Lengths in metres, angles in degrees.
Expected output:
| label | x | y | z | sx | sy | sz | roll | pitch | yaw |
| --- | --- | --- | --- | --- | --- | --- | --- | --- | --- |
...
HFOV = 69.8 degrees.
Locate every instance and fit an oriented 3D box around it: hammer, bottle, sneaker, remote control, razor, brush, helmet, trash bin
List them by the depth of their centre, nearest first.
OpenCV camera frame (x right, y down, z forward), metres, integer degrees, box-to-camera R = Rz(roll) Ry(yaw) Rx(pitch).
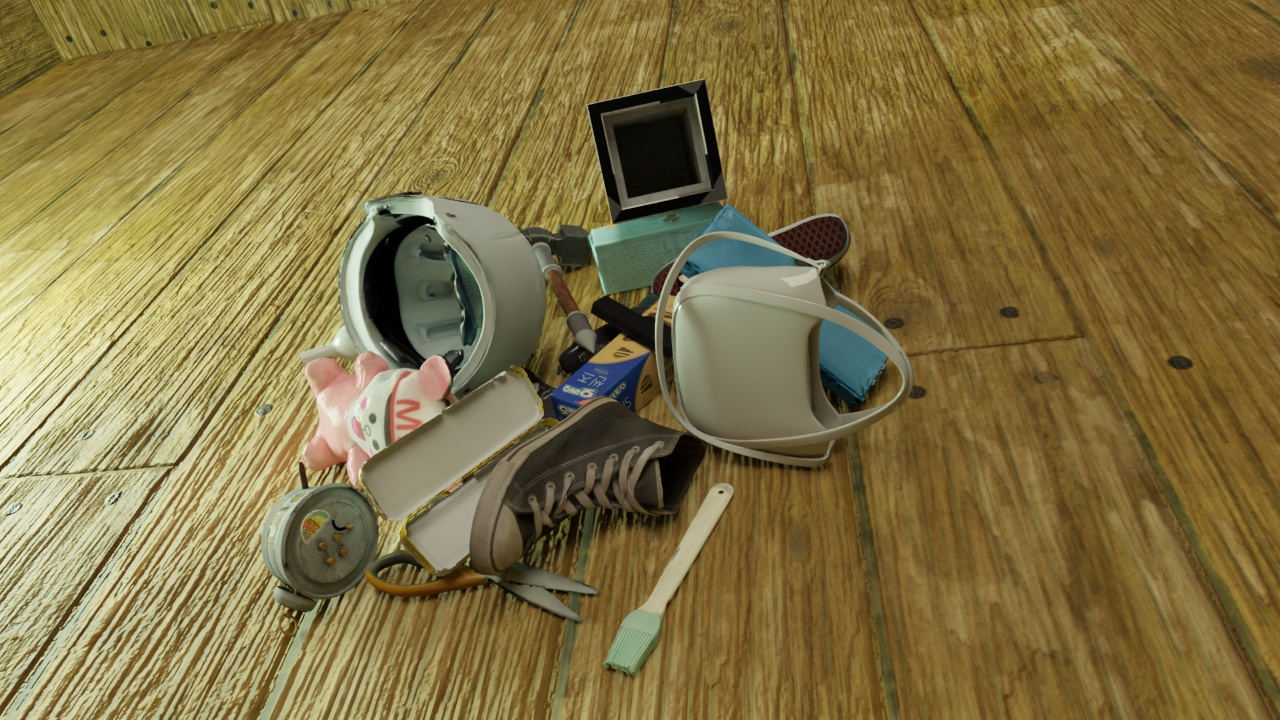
| label | x | y | z | sx | sy | sz | roll | pitch | yaw |
| --- | --- | --- | --- | --- | --- | --- | --- | --- | --- |
| brush | 0.032 | 0.179 | 0.790 | 0.033 | 0.012 | 0.217 | 8 | 39 | 28 |
| sneaker | -0.046 | 0.119 | 0.819 | 0.120 | 0.095 | 0.234 | 15 | 31 | 33 |
| remote control | -0.004 | -0.040 | 0.993 | 0.032 | 0.015 | 0.136 | -33 | 43 | -26 |
| remote control | -0.117 | 0.039 | 1.026 | 0.046 | 0.009 | 0.124 | -35 | 41 | -27 |
| helmet | -0.215 | -0.074 | 1.047 | 0.265 | 0.236 | 0.163 | 1 | 10 | 40 |
| razor | -0.031 | -0.028 | 1.064 | 0.142 | 0.047 | 0.052 | -31 | 15 | -18 |
| sneaker | 0.137 | -0.106 | 1.109 | 0.241 | 0.083 | 0.098 | -18 | -8 | 11 |
| hammer | -0.099 | -0.090 | 1.115 | 0.156 | 0.043 | 0.322 | 1 | 30 | -21 |
| bottle | -0.329 | -0.035 | 1.156 | 0.195 | 0.052 | 0.052 | -22 | 37 | -12 |
| trash bin | 0.019 | -0.270 | 1.208 | 0.142 | 0.142 | 0.246 | -12 | 11 | 2 |

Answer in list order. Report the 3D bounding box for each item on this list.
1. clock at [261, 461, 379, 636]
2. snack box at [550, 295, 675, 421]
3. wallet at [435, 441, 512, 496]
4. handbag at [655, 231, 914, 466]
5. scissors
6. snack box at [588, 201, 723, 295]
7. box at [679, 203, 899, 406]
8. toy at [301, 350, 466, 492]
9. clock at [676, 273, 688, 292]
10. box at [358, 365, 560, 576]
| label | x | y | z | sx | sy | sz | roll | pitch | yaw |
| --- | --- | --- | --- | --- | --- | --- | --- | --- | --- |
| clock | -0.295 | 0.175 | 0.834 | 0.056 | 0.104 | 0.147 | 2 | 68 | 35 |
| snack box | -0.006 | 0.006 | 0.994 | 0.056 | 0.057 | 0.206 | 18 | 46 | 38 |
| wallet | -0.179 | 0.090 | 0.973 | 0.087 | 0.013 | 0.120 | -15 | 39 | -1 |
| handbag | 0.134 | -0.004 | 0.834 | 0.223 | 0.216 | 0.095 | 6 | 24 | 31 |
| scissors | -0.147 | 0.192 | 0.822 | 0.226 | 0.016 | 0.161 | 24 | 48 | 38 |
| snack box | 0.028 | -0.143 | 1.170 | 0.174 | 0.075 | 0.053 | -13 | 37 | 0 |
| box | 0.150 | -0.057 | 0.924 | 0.231 | 0.049 | 0.092 | 39 | 54 | -1 |
| toy | -0.262 | 0.061 | 0.949 | 0.214 | 0.142 | 0.084 | -1 | -3 | 35 |
| clock | 0.095 | -0.050 | 0.984 | 0.065 | 0.114 | 0.154 | -21 | 41 | 33 |
| box | -0.152 | 0.098 | 0.865 | 0.209 | 0.129 | 0.039 | -37 | -2 | -40 |
